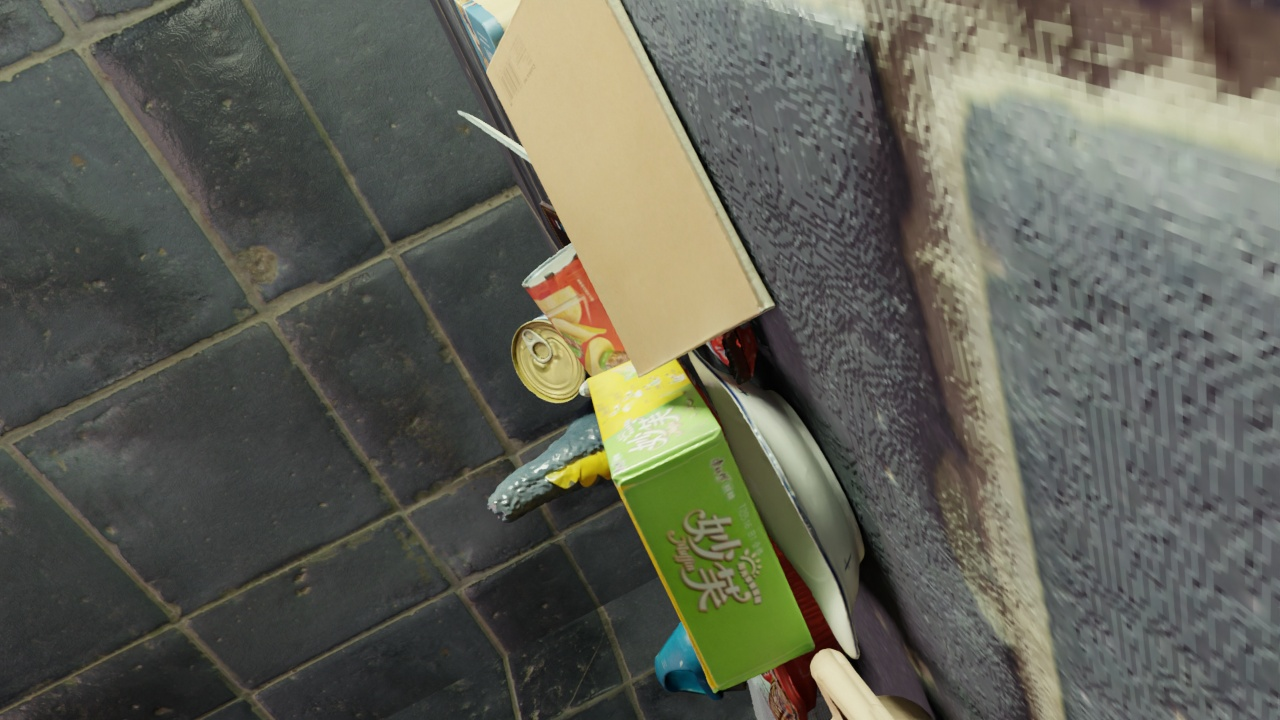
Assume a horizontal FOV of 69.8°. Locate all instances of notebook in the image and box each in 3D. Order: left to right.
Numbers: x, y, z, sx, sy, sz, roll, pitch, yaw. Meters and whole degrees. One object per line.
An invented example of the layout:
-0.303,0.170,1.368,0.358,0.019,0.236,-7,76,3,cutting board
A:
-0.018,-0.101,0.494,0.211,0.012,0.150,63,153,1,notebook

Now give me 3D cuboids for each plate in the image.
0.087,0.074,0.533,0.164,0.034,0.163,66,175,-33,plate

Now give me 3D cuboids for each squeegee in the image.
-0.032,-0.110,0.849,0.246,0.039,0.247,38,169,34,squeegee

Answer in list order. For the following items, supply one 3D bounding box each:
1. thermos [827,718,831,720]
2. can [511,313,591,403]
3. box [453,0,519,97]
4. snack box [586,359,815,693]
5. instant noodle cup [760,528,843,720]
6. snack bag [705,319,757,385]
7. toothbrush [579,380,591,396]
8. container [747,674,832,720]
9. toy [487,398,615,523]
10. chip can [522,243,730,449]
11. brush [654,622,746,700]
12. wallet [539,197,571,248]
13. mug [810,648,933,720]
0.187,0.358,0.744,0.143,0.093,0.093,56,179,-24,thermos
-0.051,-0.018,0.814,0.110,0.075,0.075,-36,-77,-51,can
-0.078,-0.212,0.633,0.090,0.059,0.184,65,177,-29,box
0.032,0.093,0.617,0.210,0.070,0.158,-118,4,-74,snack box
0.111,0.212,0.786,0.188,0.079,0.165,59,174,32,instant noodle cup
0.043,-0.025,0.525,0.045,0.026,0.105,64,177,-25,snack bag
-0.011,0.008,0.822,0.016,0.017,0.187,65,-153,0,toothbrush
0.160,0.334,0.912,0.090,0.090,0.111,-121,10,-50,container
-0.010,0.067,0.865,0.091,0.138,0.355,60,-157,4,toy
-0.004,0.004,0.738,0.216,0.073,0.073,54,178,-14,chip can
0.049,0.259,0.786,0.144,0.073,0.055,65,-175,-59,brush
-0.025,-0.082,0.765,0.122,0.020,0.096,35,167,34,wallet
0.141,0.228,0.490,0.124,0.084,0.103,64,174,-15,mug
